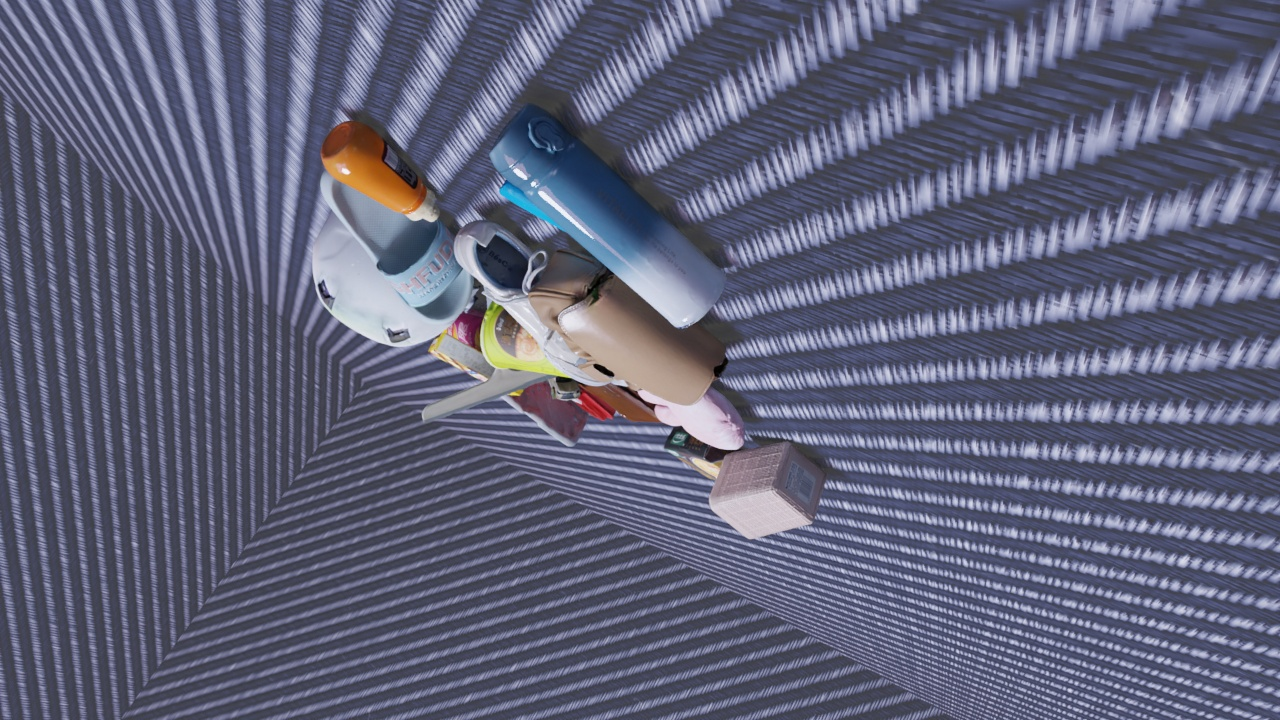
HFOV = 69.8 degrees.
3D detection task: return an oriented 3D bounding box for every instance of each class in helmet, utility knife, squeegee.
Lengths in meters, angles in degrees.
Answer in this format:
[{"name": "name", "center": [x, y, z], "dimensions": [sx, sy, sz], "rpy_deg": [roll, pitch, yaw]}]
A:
[{"name": "helmet", "center": [-0.350, -0.100, 1.262], "dimensions": [0.229, 0.145, 0.259], "rpy_deg": [32, 171, -10]}, {"name": "utility knife", "center": [-0.063, -0.129, 0.865], "dimensions": [0.159, 0.018, 0.034], "rpy_deg": [30, 169, 2]}, {"name": "squeegee", "center": [-0.191, -0.047, 1.223], "dimensions": [0.039, 0.246, 0.247], "rpy_deg": [54, 154, 36]}]

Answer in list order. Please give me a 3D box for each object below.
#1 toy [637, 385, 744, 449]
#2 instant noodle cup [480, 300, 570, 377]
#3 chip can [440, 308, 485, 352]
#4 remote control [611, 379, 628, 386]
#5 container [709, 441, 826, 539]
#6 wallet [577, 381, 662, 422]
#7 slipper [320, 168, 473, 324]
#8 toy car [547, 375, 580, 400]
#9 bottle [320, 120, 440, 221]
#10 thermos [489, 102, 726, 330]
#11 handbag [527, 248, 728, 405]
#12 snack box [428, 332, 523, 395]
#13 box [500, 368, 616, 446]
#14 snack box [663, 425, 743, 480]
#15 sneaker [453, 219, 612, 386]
[{"name": "toy", "center": [0.062, 0.060, 1.137], "dimensions": [0.160, 0.054, 0.121], "rpy_deg": [15, 149, 48]}, {"name": "instant noodle cup", "center": [-0.115, -0.030, 1.137], "dimensions": [0.123, 0.111, 0.112], "rpy_deg": [14, 158, 28]}, {"name": "chip can", "center": [-0.232, -0.037, 1.394], "dimensions": [0.211, 0.071, 0.071], "rpy_deg": [15, 157, 49]}, {"name": "remote control", "center": [-0.007, 0.007, 1.137], "dimensions": [0.136, 0.020, 0.056], "rpy_deg": [5, 116, 60]}, {"name": "container", "center": [0.163, 0.161, 1.150], "dimensions": [0.090, 0.090, 0.111], "rpy_deg": [40, 144, -21]}, {"name": "wallet", "center": [-0.024, 0.052, 1.340], "dimensions": [0.124, 0.032, 0.101], "rpy_deg": [36, 163, -14]}, {"name": "slipper", "center": [-0.278, -0.142, 1.091], "dimensions": [0.074, 0.104, 0.245], "rpy_deg": [34, 164, 50]}, {"name": "toy car", "center": [-0.116, 0.025, 1.355], "dimensions": [0.090, 0.042, 0.035], "rpy_deg": [-116, 26, -47]}, {"name": "bottle", "center": [-0.276, -0.198, 1.006], "dimensions": [0.067, 0.066, 0.149], "rpy_deg": [20, 168, 41]}, {"name": "thermos", "center": [-0.025, -0.115, 0.740], "dimensions": [0.220, 0.070, 0.070], "rpy_deg": [40, 164, -25]}, {"name": "handbag", "center": [-0.014, -0.026, 0.929], "dimensions": [0.204, 0.099, 0.148], "rpy_deg": [34, 168, -21]}, {"name": "snack box", "center": [-0.237, 0.006, 1.335], "dimensions": [0.140, 0.033, 0.087], "rpy_deg": [28, 170, -17]}, {"name": "box", "center": [-0.142, 0.057, 1.455], "dimensions": [0.201, 0.101, 0.095], "rpy_deg": [42, 164, -33]}, {"name": "snack box", "center": [0.099, 0.129, 1.309], "dimensions": [0.125, 0.053, 0.113], "rpy_deg": [34, 166, -25]}, {"name": "sneaker", "center": [-0.101, -0.065, 1.013], "dimensions": [0.242, 0.089, 0.091], "rpy_deg": [44, 168, -17]}]
